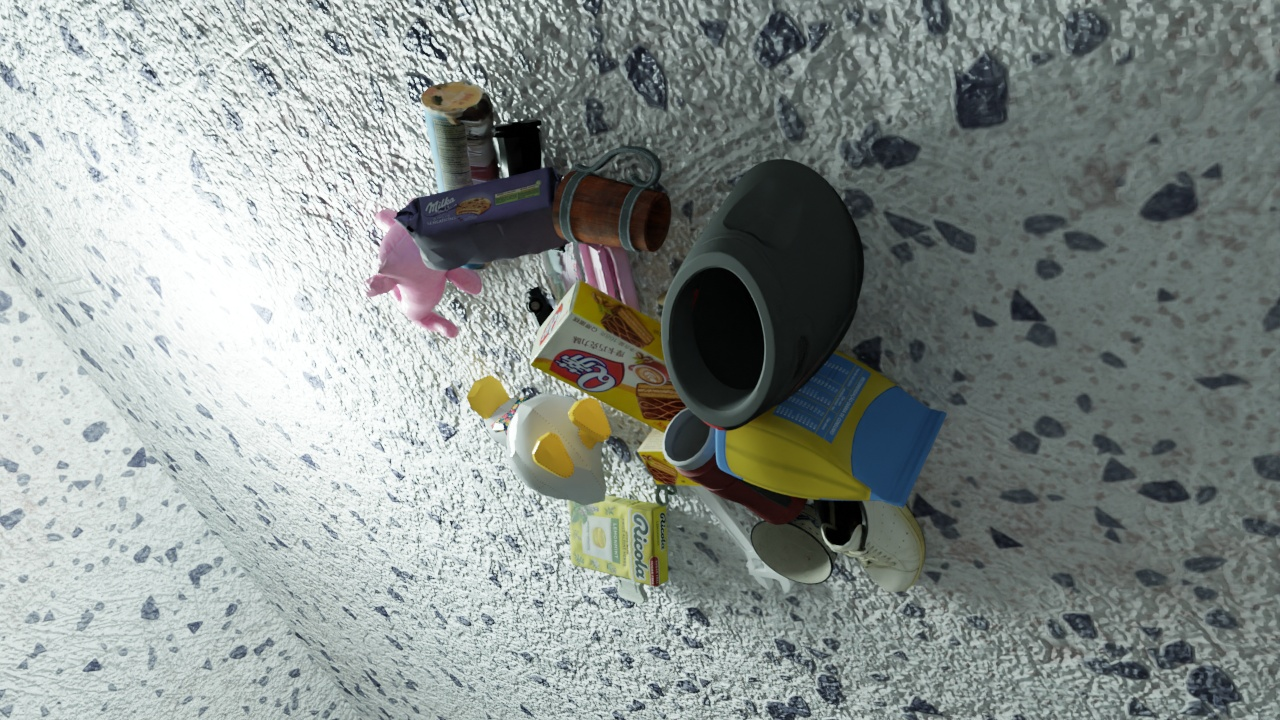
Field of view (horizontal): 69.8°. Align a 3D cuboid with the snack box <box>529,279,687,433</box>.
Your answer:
[{"bbox_3d":[-0.007,0.006,1.101,0.230,0.061,0.110,28,133,-18],"label":"snack box"}]

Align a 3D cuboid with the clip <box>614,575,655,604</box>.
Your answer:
[{"bbox_3d":[-0.028,0.337,1.497,0.126,0.091,0.151,10,122,37],"label":"clip"}]

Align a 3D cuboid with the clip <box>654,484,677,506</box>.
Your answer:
[{"bbox_3d":[0.036,0.174,1.326,0.023,0.035,0.074,17,130,30],"label":"clip"}]

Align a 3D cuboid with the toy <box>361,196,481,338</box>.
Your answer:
[{"bbox_3d":[-0.323,-0.119,1.270,0.186,0.127,0.266,39,149,11],"label":"toy"}]

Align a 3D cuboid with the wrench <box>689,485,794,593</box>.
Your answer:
[{"bbox_3d":[0.127,0.230,1.311,0.273,0.018,0.066,51,140,-11],"label":"wrench"}]

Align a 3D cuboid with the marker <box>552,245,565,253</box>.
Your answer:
[{"bbox_3d":[-0.133,-0.148,1.148,0.139,0.016,0.022,17,152,51],"label":"marker"}]

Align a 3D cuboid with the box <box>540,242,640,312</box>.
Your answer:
[{"bbox_3d":[-0.056,-0.078,1.160,0.155,0.044,0.201,30,143,42],"label":"box"}]

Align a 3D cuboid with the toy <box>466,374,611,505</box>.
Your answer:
[{"bbox_3d":[-0.138,0.119,1.340,0.246,0.140,0.268,51,158,-14],"label":"toy"}]

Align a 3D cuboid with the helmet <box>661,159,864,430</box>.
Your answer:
[{"bbox_3d":[0.130,-0.068,0.901,0.164,0.169,0.265,32,131,32],"label":"helmet"}]

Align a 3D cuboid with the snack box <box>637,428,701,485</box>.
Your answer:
[{"bbox_3d":[0.065,0.114,1.199,0.106,0.083,0.061,-4,125,41],"label":"snack box"}]

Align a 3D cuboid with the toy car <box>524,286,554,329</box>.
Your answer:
[{"bbox_3d":[-0.122,-0.046,1.219,0.046,0.034,0.112,-167,54,-78],"label":"toy car"}]

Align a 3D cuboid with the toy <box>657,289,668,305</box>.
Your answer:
[{"bbox_3d":[0.079,-0.051,1.030,0.134,0.105,0.108,-34,90,47],"label":"toy"}]

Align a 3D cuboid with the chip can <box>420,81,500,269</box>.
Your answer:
[{"bbox_3d":[-0.209,-0.220,1.118,0.080,0.079,0.230,23,139,21],"label":"chip can"}]

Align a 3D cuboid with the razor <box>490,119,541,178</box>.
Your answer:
[{"bbox_3d":[-0.141,-0.219,1.084,0.156,0.057,0.060,89,166,-45],"label":"razor"}]

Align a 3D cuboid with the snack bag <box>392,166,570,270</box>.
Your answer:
[{"bbox_3d":[-0.175,-0.158,1.074,0.205,0.058,0.096,-12,149,11],"label":"snack bag"}]

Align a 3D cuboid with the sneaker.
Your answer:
[{"bbox_3d":[0.269,0.207,1.102,0.089,0.102,0.241,-5,123,42],"label":"sneaker"}]

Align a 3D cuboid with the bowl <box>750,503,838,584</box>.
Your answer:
[{"bbox_3d":[0.210,0.233,1.209,0.115,0.059,0.116,23,138,22],"label":"bowl"}]

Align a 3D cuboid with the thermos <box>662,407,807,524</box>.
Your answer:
[{"bbox_3d":[0.124,0.134,1.101,0.198,0.084,0.108,35,-179,-37],"label":"thermos"}]

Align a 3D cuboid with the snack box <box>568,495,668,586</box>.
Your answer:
[{"bbox_3d":[-0.040,0.274,1.429,0.181,0.045,0.121,4,99,38],"label":"snack box"}]

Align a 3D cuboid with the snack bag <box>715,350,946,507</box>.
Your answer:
[{"bbox_3d":[0.205,0.072,0.985,0.205,0.158,0.102,18,134,25],"label":"snack bag"}]

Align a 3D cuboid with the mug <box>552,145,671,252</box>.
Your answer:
[{"bbox_3d":[-0.029,-0.180,1.015,0.111,0.081,0.117,15,115,24],"label":"mug"}]
